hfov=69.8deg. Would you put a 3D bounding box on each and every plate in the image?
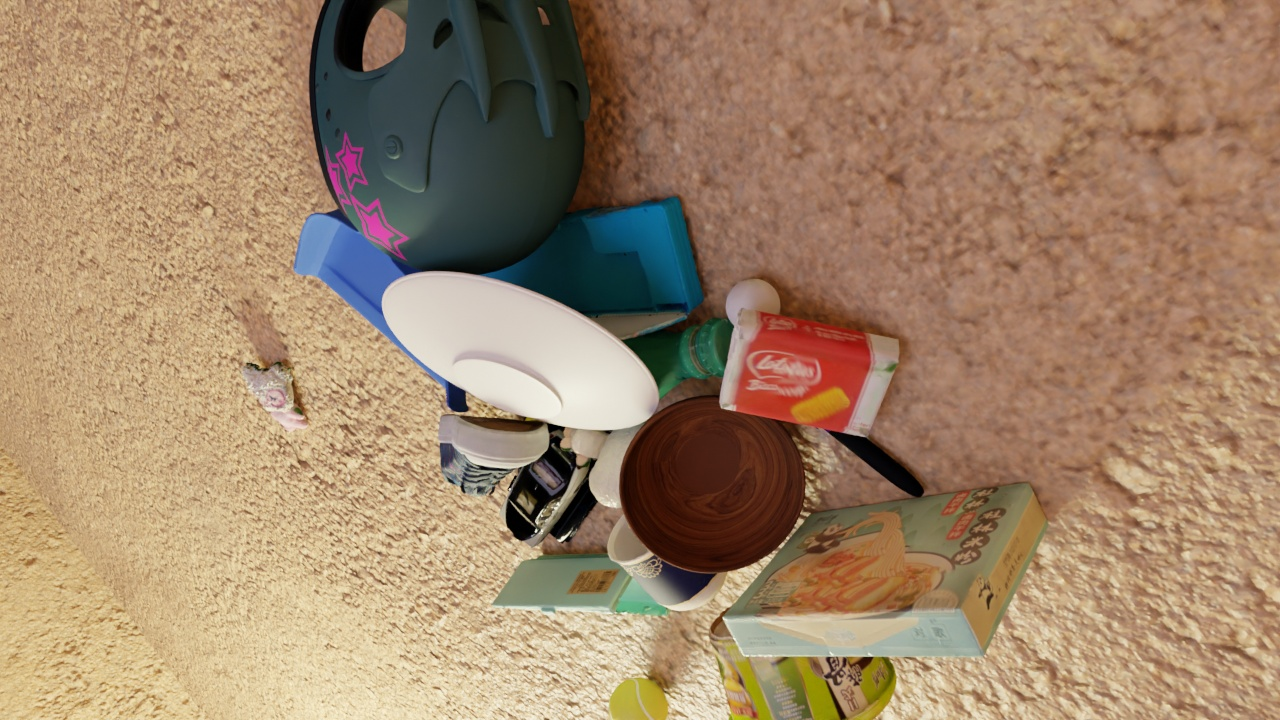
[{"bbox_3d":[-0.099,0.011,0.717,0.229,0.030,0.230,16,154,8],"label":"plate"}]

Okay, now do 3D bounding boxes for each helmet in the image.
[{"bbox_3d":[-0.132,-0.199,0.674,0.201,0.176,0.275,9,108,42],"label":"helmet"}]

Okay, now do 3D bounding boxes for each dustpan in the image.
[{"bbox_3d":[-0.240,-0.101,0.888,0.245,0.059,0.258,39,131,15],"label":"dustpan"}]

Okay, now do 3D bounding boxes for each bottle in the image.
[{"bbox_3d":[-0.005,0.004,0.764,0.210,0.067,0.068,-12,108,44],"label":"bottle"}]

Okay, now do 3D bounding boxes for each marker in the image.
[{"bbox_3d":[0.158,0.060,0.697,0.134,0.018,0.015,39,177,14],"label":"marker"}]

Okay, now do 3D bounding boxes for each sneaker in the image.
[{"bbox_3d":[-0.145,0.093,0.869,0.236,0.087,0.079,174,101,-69],"label":"sneaker"}]

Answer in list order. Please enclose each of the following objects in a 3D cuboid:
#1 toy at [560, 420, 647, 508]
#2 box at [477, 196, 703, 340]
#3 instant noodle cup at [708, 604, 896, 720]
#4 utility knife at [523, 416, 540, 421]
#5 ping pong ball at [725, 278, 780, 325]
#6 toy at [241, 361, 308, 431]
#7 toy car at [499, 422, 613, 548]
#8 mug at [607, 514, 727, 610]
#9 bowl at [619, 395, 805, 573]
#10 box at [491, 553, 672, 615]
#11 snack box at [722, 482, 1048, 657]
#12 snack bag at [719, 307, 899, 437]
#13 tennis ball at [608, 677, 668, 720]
[{"bbox_3d":[-0.015,0.092,0.829,0.112,0.050,0.087,31,98,20],"label":"toy"},{"bbox_3d":[-0.084,-0.061,0.746,0.244,0.115,0.094,0,113,37],"label":"box"},{"bbox_3d":[0.127,0.246,0.760,0.147,0.145,0.098,-23,89,46],"label":"instant noodle cup"},{"bbox_3d":[-0.114,0.068,0.926,0.020,0.028,0.173,28,136,-6],"label":"utility knife"},{"bbox_3d":[0.083,-0.040,0.680,0.040,0.040,0.040,21,128,29],"label":"ping pong ball"},{"bbox_3d":[-0.486,0.052,1.226,0.096,0.041,0.109,-1,121,39],"label":"toy"},{"bbox_3d":[-0.092,0.124,0.915,0.094,0.071,0.192,45,137,10],"label":"toy car"},{"bbox_3d":[0.029,0.172,0.839,0.089,0.086,0.112,50,-176,-21],"label":"mug"},{"bbox_3d":[0.057,0.093,0.755,0.147,0.068,0.147,0,103,1],"label":"bowl"},{"bbox_3d":[-0.066,0.249,0.955,0.189,0.092,0.077,-12,107,44],"label":"box"},{"bbox_3d":[0.172,0.153,0.655,0.194,0.141,0.044,-20,102,46],"label":"snack box"},{"bbox_3d":[0.118,0.010,0.654,0.116,0.036,0.077,11,128,1],"label":"snack bag"},{"bbox_3d":[-0.002,0.381,1.004,0.065,0.065,0.065,21,128,29],"label":"tennis ball"}]
